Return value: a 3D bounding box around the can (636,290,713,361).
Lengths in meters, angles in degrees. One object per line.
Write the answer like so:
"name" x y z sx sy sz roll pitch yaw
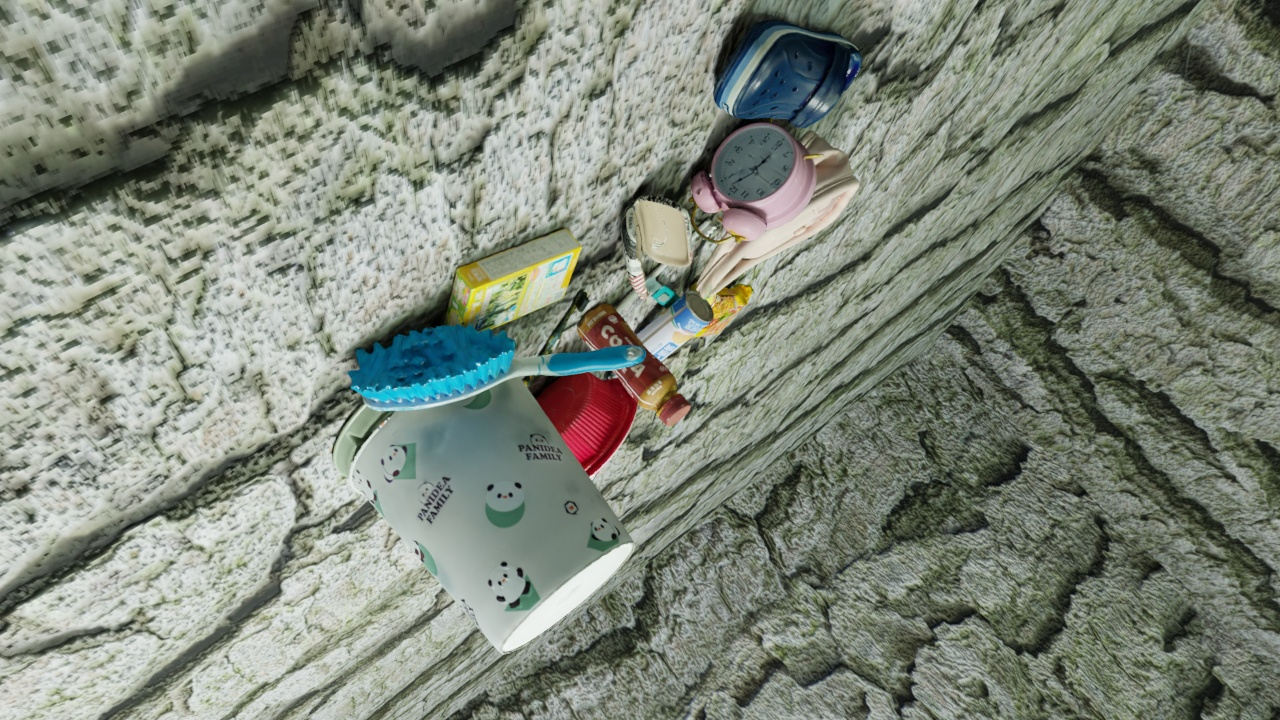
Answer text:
"can" 0.040 -0.041 1.304 0.135 0.053 0.053 -39 166 35

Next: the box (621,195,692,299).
"box" 0.022 -0.132 1.056 0.087 0.076 0.162 -13 159 3

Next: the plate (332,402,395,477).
"plate" -0.245 0.066 1.056 0.230 0.027 0.230 -36 162 -14

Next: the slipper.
"slipper" 0.169 -0.289 0.966 0.252 0.095 0.105 -23 153 -52

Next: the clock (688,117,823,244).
"clock" 0.123 -0.199 1.047 0.158 0.117 0.059 -46 151 8

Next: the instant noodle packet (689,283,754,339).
"instant noodle packet" 0.112 -0.075 1.425 0.111 0.044 0.128 -46 162 28

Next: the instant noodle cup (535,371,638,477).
"instant noodle cup" -0.095 0.083 1.222 0.194 0.193 0.066 -43 119 7

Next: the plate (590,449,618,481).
"plate" -0.112 0.138 1.316 0.205 0.045 0.204 -40 -161 17

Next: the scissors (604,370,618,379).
"scissors" -0.056 0.048 1.420 0.180 0.014 0.160 -32 160 -23

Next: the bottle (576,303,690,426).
"bottle" -0.007 0.007 1.158 0.057 0.175 0.057 -36 162 -14

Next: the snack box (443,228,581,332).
"snack box" -0.131 -0.078 0.944 0.140 0.033 0.087 -29 159 -35

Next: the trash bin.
"trash bin" -0.155 0.166 1.017 0.229 0.252 0.230 -37 163 -14

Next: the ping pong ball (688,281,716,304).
"ping pong ball" 0.090 -0.096 1.332 0.040 0.040 0.040 -36 161 -14

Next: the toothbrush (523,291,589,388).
"toothbrush" -0.111 -0.017 1.149 0.012 0.017 0.186 -3 141 -43

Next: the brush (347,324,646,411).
"brush" -0.134 0.001 0.943 0.314 0.060 0.110 -13 156 -15

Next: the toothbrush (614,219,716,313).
"toothbrush" 0.028 -0.117 1.198 0.180 0.016 0.016 -43 165 6

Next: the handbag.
"handbag" 0.156 -0.165 1.157 0.234 0.093 0.193 -42 174 -6

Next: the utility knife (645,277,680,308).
"utility knife" 0.031 -0.088 1.255 0.029 0.013 0.222 -40 166 7
